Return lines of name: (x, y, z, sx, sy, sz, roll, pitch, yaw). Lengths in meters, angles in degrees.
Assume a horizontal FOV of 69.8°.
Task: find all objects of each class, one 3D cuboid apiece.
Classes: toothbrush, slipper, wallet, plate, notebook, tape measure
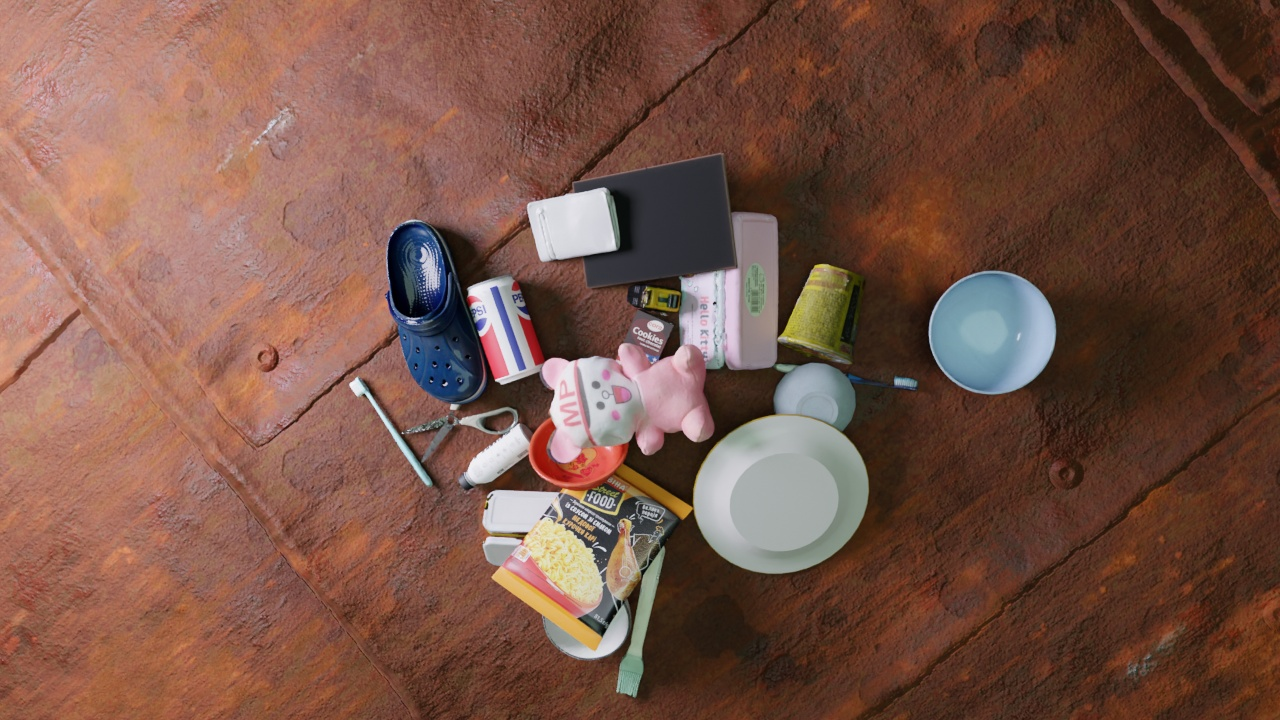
toothbrush: (-0.340, 0.100, 1.257, 0.016, 0.016, 0.180, -36, 91, 4)
slipper: (-0.279, -0.061, 1.197, 0.105, 0.095, 0.252, -17, 87, 6)
toothbrush: (0.267, 0.019, 1.197, 0.189, 0.016, 0.017, 8, 85, 4)
wallet: (-0.085, -0.176, 1.195, 0.116, 0.032, 0.086, -3, 103, 19)
plate: (0.183, 0.179, 1.184, 0.230, 0.021, 0.230, -1, 109, -3)
notebook: (0.015, -0.174, 1.170, 0.209, 0.008, 0.141, -6, 95, 25)
tape measure: (0.020, -0.078, 1.187, 0.062, 0.067, 0.038, 7, 94, -25)

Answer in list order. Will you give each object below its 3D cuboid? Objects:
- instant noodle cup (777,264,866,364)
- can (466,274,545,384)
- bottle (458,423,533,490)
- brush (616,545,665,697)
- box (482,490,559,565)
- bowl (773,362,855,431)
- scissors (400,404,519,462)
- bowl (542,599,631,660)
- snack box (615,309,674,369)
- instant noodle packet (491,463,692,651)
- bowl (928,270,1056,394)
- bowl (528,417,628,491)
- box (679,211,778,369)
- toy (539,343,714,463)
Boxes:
instant noodle cup: (0.235, -0.059, 1.158, 0.102, 0.102, 0.108, 18, 87, 3)
can: (-0.177, -0.040, 1.203, 0.070, 0.070, 0.132, -19, 93, 6)
bottle: (-0.195, 0.134, 1.234, 0.116, 0.041, 0.041, -37, 91, 7)
brush: (0.002, 0.352, 1.251, 0.033, 0.012, 0.217, 12, 95, 4)
box: (-0.106, 0.233, 1.245, 0.210, 0.080, 0.083, 2, 55, 4)
bowl: (0.225, 0.059, 1.181, 0.106, 0.039, 0.106, 2, 107, 5)
scissors: (-0.242, 0.071, 1.247, 0.169, 0.012, 0.157, 11, 94, 4)
bowl: (-0.068, 0.331, 1.221, 0.116, 0.065, 0.116, 1, 104, 5)
snack box: (-0.007, 0.007, 1.211, 0.051, 0.031, 0.141, 24, 97, 3)
instant noodle packet: (-0.060, 0.233, 1.177, 0.160, 0.032, 0.220, 31, 67, 17)
bowl: (0.429, -0.036, 1.147, 0.150, 0.074, 0.150, 0, 95, 4)
bowl: (-0.078, 0.125, 1.198, 0.130, 0.130, 0.045, -1, 136, 5)
box: (0.112, -0.089, 1.191, 0.100, 0.103, 0.201, -3, 95, -34)
toy: (-0.019, 0.052, 1.156, 0.213, 0.084, 0.142, -9, 86, 3)
